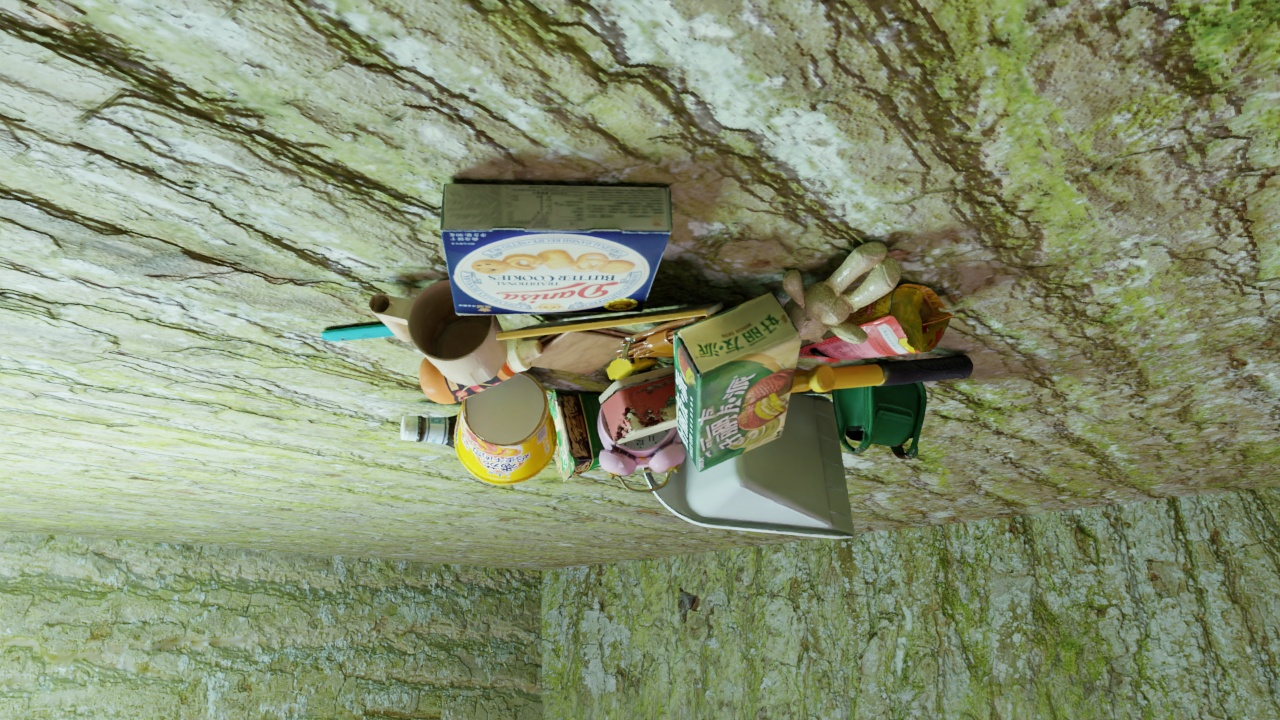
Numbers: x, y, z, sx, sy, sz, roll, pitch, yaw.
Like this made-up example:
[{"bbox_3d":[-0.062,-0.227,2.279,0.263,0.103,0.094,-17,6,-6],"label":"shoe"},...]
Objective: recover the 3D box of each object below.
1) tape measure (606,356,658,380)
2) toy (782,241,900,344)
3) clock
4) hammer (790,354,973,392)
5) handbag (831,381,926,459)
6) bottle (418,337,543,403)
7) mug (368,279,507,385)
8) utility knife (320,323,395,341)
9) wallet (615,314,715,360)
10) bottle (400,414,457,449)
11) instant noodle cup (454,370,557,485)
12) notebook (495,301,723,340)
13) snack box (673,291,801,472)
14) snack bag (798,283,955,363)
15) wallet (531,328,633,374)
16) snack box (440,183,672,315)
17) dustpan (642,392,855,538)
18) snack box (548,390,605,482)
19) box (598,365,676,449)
[{"bbox_3d":[-0.007,0.006,1.109,0.057,0.029,0.060,-14,168,-36],"label":"tape measure"},{"bbox_3d":[0.192,-0.065,0.904,0.105,0.066,0.158,35,148,-8],"label":"toy"},{"bbox_3d":[0.001,0.095,1.199,0.117,0.158,0.060,-4,163,2],"label":"clock"},{"bbox_3d":[0.288,0.017,1.118,0.300,0.033,0.129,-4,178,-28],"label":"hammer"},{"bbox_3d":[0.322,0.069,1.225,0.131,0.120,0.068,10,164,-39],"label":"handbag"},{"bbox_3d":[-0.181,0.004,1.063,0.150,0.066,0.066,-16,159,17],"label":"bottle"},{"bbox_3d":[-0.200,-0.029,0.929,0.125,0.084,0.104,12,164,5],"label":"mug"},{"bbox_3d":[-0.278,-0.032,1.005,0.151,0.013,0.029,-5,156,8],"label":"utility knife"},{"bbox_3d":[0.047,-0.028,1.010,0.131,0.035,0.118,-17,174,41],"label":"wallet"},{"bbox_3d":[-0.244,0.104,1.321,0.194,0.079,0.044,6,157,-19],"label":"bottle"},{"bbox_3d":[-0.175,0.080,1.188,0.138,0.137,0.110,0,154,-7],"label":"instant noodle cup"},{"bbox_3d":[-0.026,-0.040,0.927,0.206,0.010,0.145,-6,-175,12],"label":"notebook"},{"bbox_3d":[0.101,0.031,0.997,0.114,0.063,0.240,-22,152,-10],"label":"snack box"},{"bbox_3d":[0.238,-0.024,1.026,0.128,0.073,0.208,-5,171,-30],"label":"snack bag"},{"bbox_3d":[-0.073,-0.013,1.083,0.101,0.020,0.116,9,157,-36],"label":"wallet"},{"bbox_3d":[-0.075,-0.091,0.797,0.178,0.045,0.183,-1,162,-7],"label":"snack box"},{"bbox_3d":[0.142,0.138,1.272,0.257,0.222,0.143,22,140,-30],"label":"dustpan"},{"bbox_3d":[-0.068,0.101,1.310,0.105,0.118,0.118,-10,165,-17],"label":"snack box"},{"bbox_3d":[0.044,0.053,1.127,0.168,0.080,0.091,-15,168,-23],"label":"box"}]
